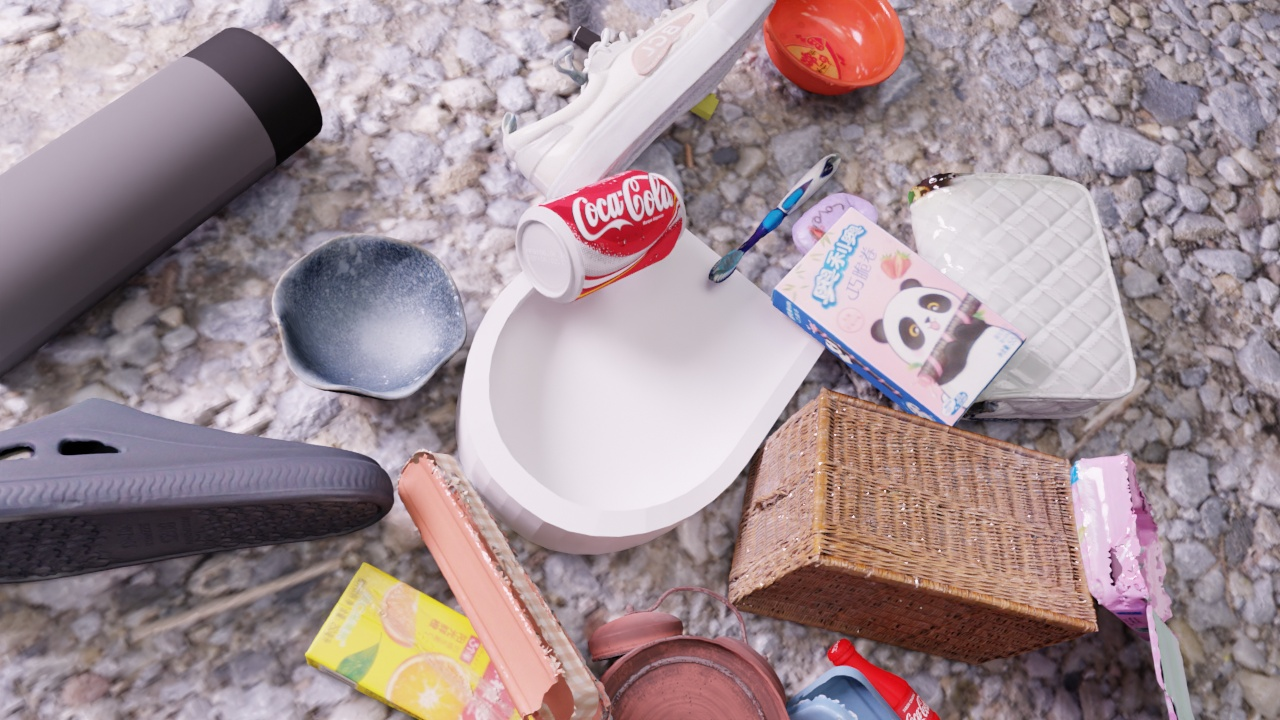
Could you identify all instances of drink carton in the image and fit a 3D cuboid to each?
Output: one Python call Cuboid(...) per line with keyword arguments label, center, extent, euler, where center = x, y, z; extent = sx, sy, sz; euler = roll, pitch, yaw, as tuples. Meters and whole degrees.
Cuboid(label="drink carton", center=(-0.108, 0.170, 0.504), extent=(0.134, 0.043, 0.058), euler=(30, 61, -3))

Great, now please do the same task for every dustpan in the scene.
Cuboid(label="dustpan", center=(-0.004, 0.004, 0.602), extent=(0.191, 0.053, 0.257), euler=(40, 62, 2))

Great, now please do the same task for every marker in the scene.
Cuboid(label="marker", center=(0.005, -0.229, 0.725), extent=(0.124, 0.018, 0.021), euler=(29, 62, -2))

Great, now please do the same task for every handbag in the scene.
Cuboid(label="handbag", center=(0.283, -0.047, 0.704), extent=(0.139, 0.073, 0.194), euler=(1, 67, -7))

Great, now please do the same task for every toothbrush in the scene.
Cuboid(label="toothbrush", center=(0.108, -0.114, 0.700), extent=(0.016, 0.017, 0.188), euler=(43, 56, 3))

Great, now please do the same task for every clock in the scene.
Cuboid(label="clock", center=(0.021, 0.203, 0.513), extent=(0.120, 0.072, 0.157), euler=(22, 64, -7))

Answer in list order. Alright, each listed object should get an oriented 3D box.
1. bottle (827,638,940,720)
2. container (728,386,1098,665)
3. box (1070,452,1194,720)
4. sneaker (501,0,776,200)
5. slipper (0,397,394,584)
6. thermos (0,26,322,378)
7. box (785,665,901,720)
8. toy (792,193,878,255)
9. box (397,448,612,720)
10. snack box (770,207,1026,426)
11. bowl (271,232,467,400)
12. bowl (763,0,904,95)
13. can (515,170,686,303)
Cuboid(label="bottle", center=(0.162, 0.223, 0.568), extent=(0.036, 0.036, 0.119), euler=(-39, 82, -27))
Cuboid(label="container", center=(0.166, 0.109, 0.575), extent=(0.198, 0.114, 0.112), euler=(17, 58, -12))
Cuboid(label="box", center=(0.310, 0.161, 0.565), extent=(0.230, 0.035, 0.159), euler=(32, 53, -51))
Cuboid(label="sneaker", center=(-0.001, -0.212, 0.663), extent=(0.091, 0.090, 0.241), euler=(43, 76, 1))
Cuboid(label="slipper", center=(-0.266, 0.056, 0.471), extent=(0.267, 0.111, 0.083), euler=(-2, 65, -21))
Cuboid(label="thermos", center=(-0.305, -0.099, 0.537), extent=(0.082, 0.082, 0.239), euler=(39, 62, 2))
Cuboid(label="box", center=(0.160, 0.278, 0.523), extent=(0.068, 0.058, 0.210), euler=(-42, 82, 13))
Cuboid(label="toy", center=(0.166, -0.084, 0.702), extent=(0.099, 0.037, 0.080), euler=(45, 63, 6))
Cuboid(label="box", center=(-0.076, 0.129, 0.497), extent=(0.056, 0.064, 0.188), euler=(-46, 54, 10))
Cuboid(label="snack box", center=(0.178, -0.029, 0.642), extent=(0.154, 0.033, 0.088), euler=(40, 78, 15))
Cuboid(label="bowl", center=(-0.165, -0.019, 0.562), extent=(0.110, 0.055, 0.110), euler=(6, 66, -14))
Cuboid(label="bowl", center=(0.154, -0.271, 0.774), extent=(0.130, 0.045, 0.130), euler=(6, 66, -15))
Cuboid(label="can", center=(-0.024, -0.083, 0.594), extent=(0.104, 0.064, 0.064), euler=(-29, 78, -37))
